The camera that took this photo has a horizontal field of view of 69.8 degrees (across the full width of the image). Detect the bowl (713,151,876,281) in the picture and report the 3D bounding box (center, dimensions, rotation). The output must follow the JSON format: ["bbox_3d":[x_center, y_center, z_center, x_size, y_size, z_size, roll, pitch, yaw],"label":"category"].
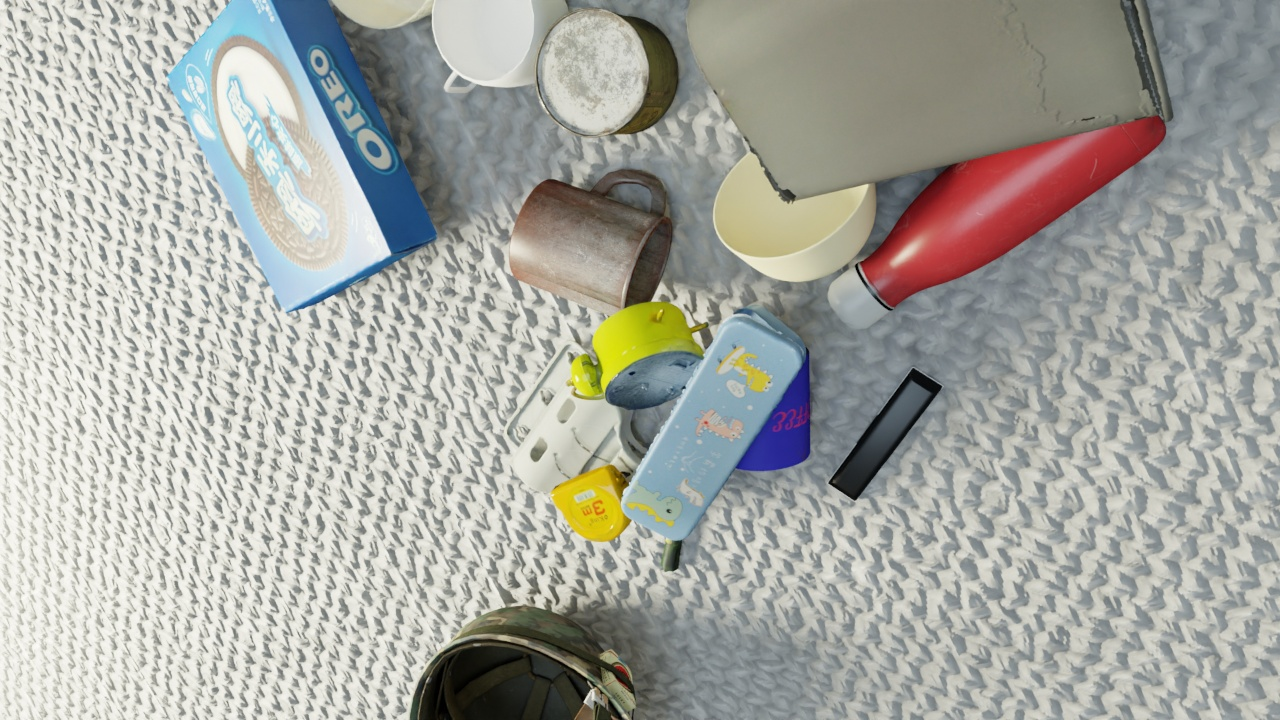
[{"bbox_3d":[0.122,-0.102,0.671,0.118,0.117,0.074,-17,142,24],"label":"bowl"}]

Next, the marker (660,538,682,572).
[{"bbox_3d":[0.037,0.121,0.809,0.017,0.017,0.147,15,111,15],"label":"marker"}]

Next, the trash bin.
[{"bbox_3d":[0.165,-0.219,0.550,0.221,0.196,0.197,-16,134,31],"label":"trash bin"}]

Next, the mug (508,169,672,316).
[{"bbox_3d":[-0.033,-0.102,0.735,0.110,0.096,0.122,23,77,9],"label":"mug"}]

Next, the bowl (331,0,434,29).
[{"bbox_3d":[-0.193,-0.323,0.730,0.115,0.062,0.115,6,109,18],"label":"bowl"}]

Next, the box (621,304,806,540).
[{"bbox_3d":[0.048,0.056,0.684,0.067,0.052,0.210,41,127,18],"label":"box"}]

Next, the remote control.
[{"bbox_3d":[0.194,0.062,0.736,0.028,0.011,0.124,34,115,8],"label":"remote control"}]

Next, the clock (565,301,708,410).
[{"bbox_3d":[-0.004,0.004,0.711,0.119,0.083,0.057,-37,59,29],"label":"clock"}]

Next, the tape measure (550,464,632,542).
[{"bbox_3d":[-0.033,0.120,0.768,0.068,0.030,0.059,-26,98,28],"label":"tape measure"}]

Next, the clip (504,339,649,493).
[{"bbox_3d":[-0.048,0.074,0.798,0.150,0.089,0.126,44,119,14],"label":"clip"}]

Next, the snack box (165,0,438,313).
[{"bbox_3d":[-0.294,-0.177,0.786,0.196,0.056,0.239,-16,102,43],"label":"snack box"}]

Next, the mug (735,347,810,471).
[{"bbox_3d":[0.082,0.032,0.737,0.111,0.079,0.083,11,111,41],"label":"mug"}]

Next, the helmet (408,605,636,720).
[{"bbox_3d":[-0.094,0.330,0.803,0.193,0.236,0.224,-40,87,11],"label":"helmet"}]

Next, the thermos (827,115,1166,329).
[{"bbox_3d":[0.232,-0.103,0.636,0.240,0.073,0.073,-39,91,26],"label":"thermos"}]

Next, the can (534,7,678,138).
[{"bbox_3d":[-0.024,-0.216,0.695,0.090,0.074,0.090,5,106,19],"label":"can"}]

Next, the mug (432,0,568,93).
[{"bbox_3d":[-0.113,-0.255,0.719,0.094,0.068,0.116,45,116,2],"label":"mug"}]
